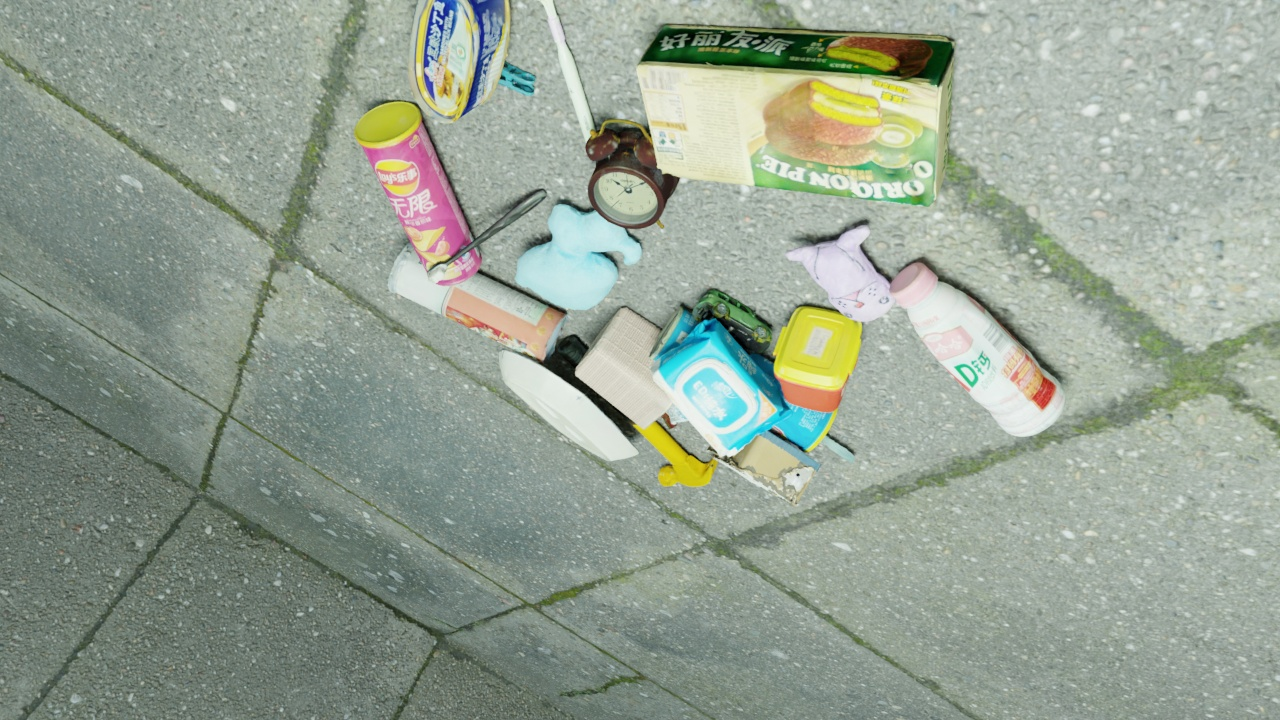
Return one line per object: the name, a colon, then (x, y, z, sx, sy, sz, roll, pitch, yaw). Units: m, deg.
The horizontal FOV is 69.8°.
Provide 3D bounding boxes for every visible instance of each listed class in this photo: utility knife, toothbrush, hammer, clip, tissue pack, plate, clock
utility knife: (0.175, 0.061, 1.100, 0.216, 0.013, 0.029, 37, 145, -10)
toothbrush: (-0.062, -0.257, 0.828, 0.020, 0.029, 0.190, 58, 171, 40)
hammer: (-0.003, 0.075, 1.234, 0.129, 0.032, 0.300, -13, 130, 45)
clip: (-0.124, -0.267, 0.863, 0.056, 0.014, 0.043, 27, 147, 5)
tissue pack: (0.083, 0.030, 0.970, 0.090, 0.063, 0.140, -38, 102, 21)
plate: (-0.100, 0.069, 1.219, 0.162, 0.034, 0.266, 26, 166, 31)
toothbrush: (-0.171, -0.136, 1.013, 0.181, 0.018, 0.015, -32, 131, 24)
clock: (-0.009, -0.177, 0.859, 0.082, 0.055, 0.122, 10, 143, 14)

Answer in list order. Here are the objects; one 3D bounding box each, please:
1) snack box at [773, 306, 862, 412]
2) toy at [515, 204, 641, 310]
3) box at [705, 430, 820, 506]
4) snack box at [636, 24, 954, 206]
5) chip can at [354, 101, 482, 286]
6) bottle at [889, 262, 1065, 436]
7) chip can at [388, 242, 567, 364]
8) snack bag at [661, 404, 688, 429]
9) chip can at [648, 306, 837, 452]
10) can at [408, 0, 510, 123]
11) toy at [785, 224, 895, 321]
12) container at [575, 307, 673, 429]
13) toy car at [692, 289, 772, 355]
snack box: (0.182, 0.002, 0.946, 0.082, 0.091, 0.080, 15, 153, 19)
toy: (-0.072, -0.108, 1.015, 0.161, 0.049, 0.156, 6, 135, 17)
box: (0.141, 0.116, 1.101, 0.090, 0.061, 0.184, 33, 178, -12)
snack box: (0.122, -0.198, 0.734, 0.240, 0.063, 0.114, 11, 144, 24)
chip can: (-0.242, -0.178, 1.019, 0.071, 0.071, 0.211, 13, 145, 22)
bottle: (0.310, -0.012, 0.855, 0.197, 0.068, 0.068, 41, 146, -15)
chip can: (-0.200, -0.072, 1.139, 0.215, 0.071, 0.071, 25, 148, 3)
snack bag: (0.065, 0.059, 1.163, 0.104, 0.026, 0.048, -19, 114, 43)
chip can: (0.116, 0.022, 1.037, 0.210, 0.071, 0.071, 31, 148, -4)
can: (-0.164, -0.281, 0.824, 0.074, 0.049, 0.148, 38, 144, 5)
toy: (0.200, -0.079, 0.865, 0.084, 0.038, 0.108, -18, 126, 38)
container: (-0.006, 0.006, 1.093, 0.111, 0.089, 0.090, 36, 147, -6)
toy car: (0.101, -0.041, 0.992, 0.091, 0.036, 0.043, 34, 146, -5)
